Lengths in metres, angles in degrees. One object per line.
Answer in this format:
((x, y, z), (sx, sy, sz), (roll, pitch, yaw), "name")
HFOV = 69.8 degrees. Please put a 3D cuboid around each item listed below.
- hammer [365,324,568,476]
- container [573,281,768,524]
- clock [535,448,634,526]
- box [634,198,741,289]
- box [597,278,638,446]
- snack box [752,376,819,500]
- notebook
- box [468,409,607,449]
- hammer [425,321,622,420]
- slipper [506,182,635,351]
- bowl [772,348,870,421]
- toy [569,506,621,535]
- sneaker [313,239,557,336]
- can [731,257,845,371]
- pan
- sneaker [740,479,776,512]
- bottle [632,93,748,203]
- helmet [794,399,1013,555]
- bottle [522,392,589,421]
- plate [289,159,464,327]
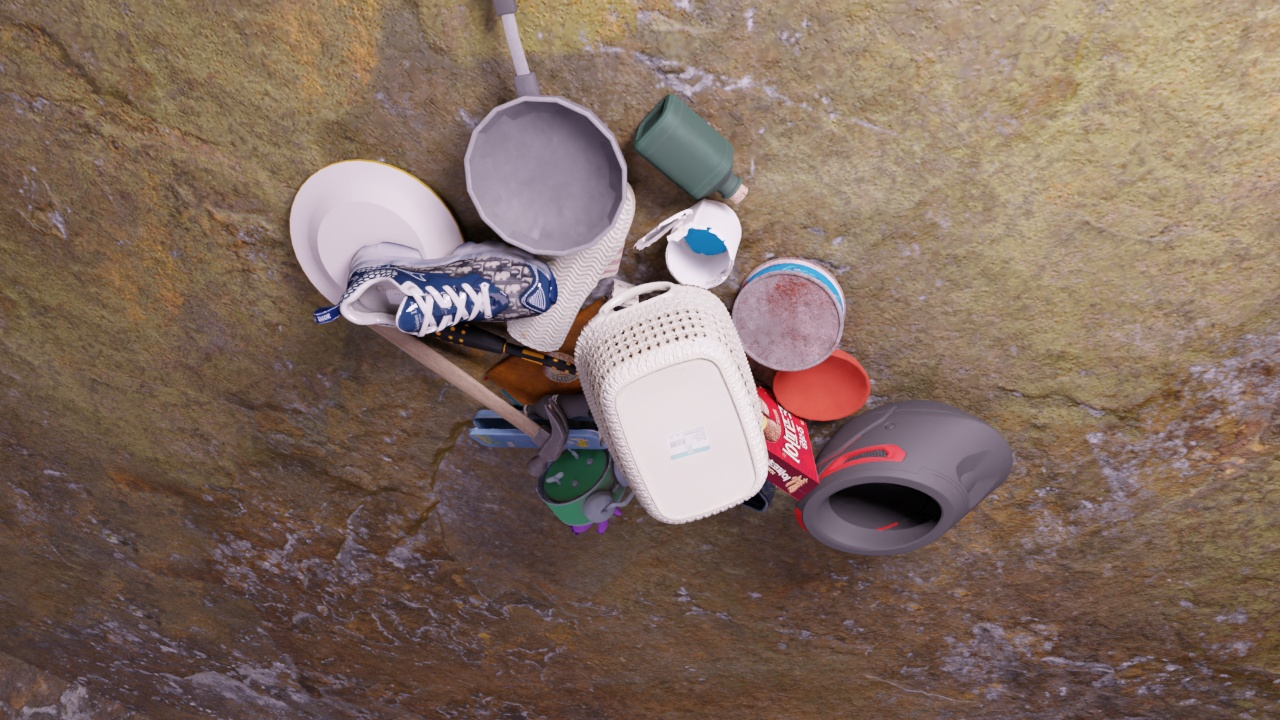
((-0.241, 0.029, 1.260), (0.331, 0.030, 0.120), (36, 126, -2), "hammer")
((0.040, 0.053, 0.988), (0.184, 0.142, 0.246), (-21, 116, 2), "container")
((-0.072, 0.175, 1.320), (0.162, 0.121, 0.075), (6, 141, 42), "clock")
((0.054, -0.129, 0.994), (0.085, 0.162, 0.112), (-27, 111, 22), "box")
((-0.013, -0.005, 1.098), (0.095, 0.145, 0.186), (-4, 104, 0), "box")
((0.157, 0.087, 1.172), (0.132, 0.151, 0.036), (33, 117, -19), "snack box")
((-0.078, 0.026, 1.266), (0.250, 0.014, 0.178), (-30, 121, 34), "notebook")
((-0.147, 0.111, 1.319), (0.210, 0.049, 0.066), (1, 138, 22), "box")
((-0.178, -0.020, 1.210), (0.320, 0.036, 0.123), (19, 117, 3), "hammer")
((-0.084, -0.119, 1.100), (0.115, 0.052, 0.264), (25, 126, -7), "slipper")
((0.233, 0.024, 1.180), (0.122, 0.035, 0.122), (6, 134, 7), "bowl")
((-0.073, 0.217, 1.418), (0.088, 0.055, 0.106), (-27, 88, 35), "toy")
((-0.234, -0.070, 1.062), (0.270, 0.132, 0.103), (4, 121, 11), "sneaker")
((0.176, -0.054, 1.089), (0.130, 0.044, 0.130), (7, 120, 13), "can")
((-0.115, -0.278, 0.946), (0.179, 0.041, 0.358), (-5, 121, 14), "pan")
((0.084, 0.159, 1.311), (0.235, 0.079, 0.088), (19, 134, -5), "sneaker")
((0.060, -0.214, 0.973), (0.131, 0.061, 0.061), (36, 128, -21), "bottle")
((0.334, 0.136, 1.170), (0.265, 0.169, 0.164), (-13, 121, 27), "helmet")
((-0.111, 0.064, 1.272), (0.110, 0.036, 0.036), (-7, 131, 19), "bottle")
((-0.328, -0.136, 1.136), (0.230, 0.021, 0.230), (5, 124, 8), "plate")
